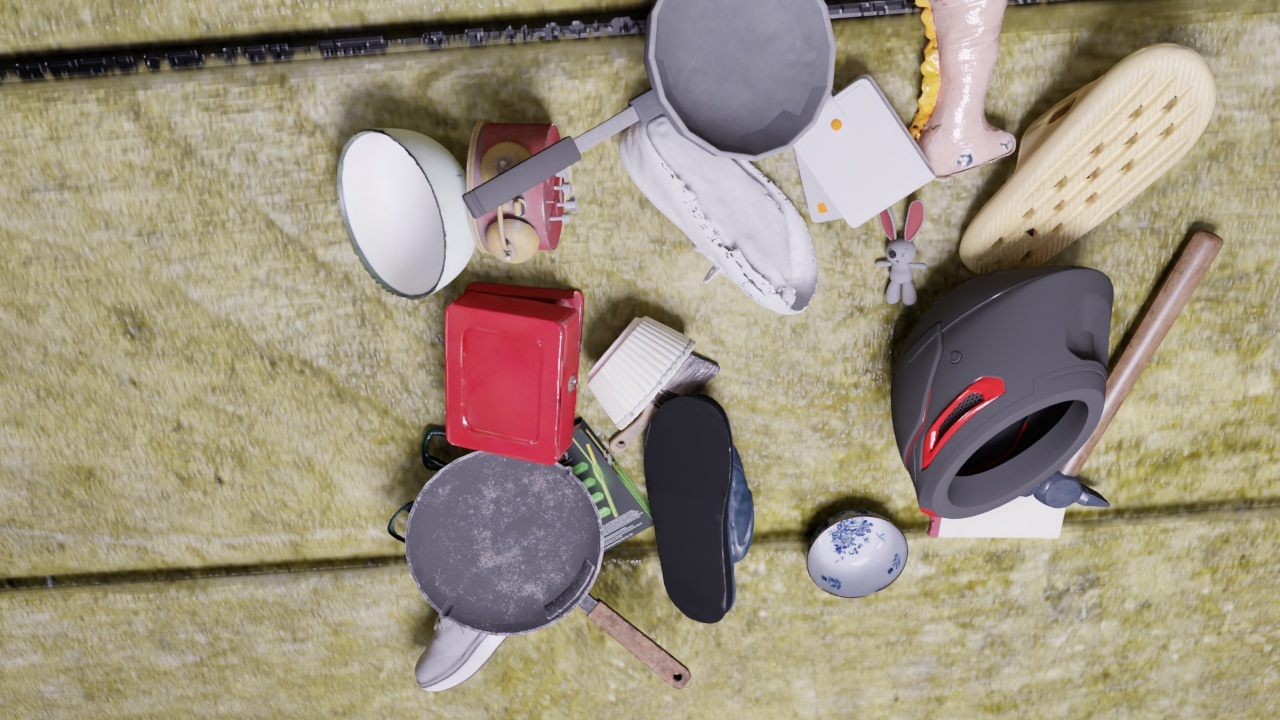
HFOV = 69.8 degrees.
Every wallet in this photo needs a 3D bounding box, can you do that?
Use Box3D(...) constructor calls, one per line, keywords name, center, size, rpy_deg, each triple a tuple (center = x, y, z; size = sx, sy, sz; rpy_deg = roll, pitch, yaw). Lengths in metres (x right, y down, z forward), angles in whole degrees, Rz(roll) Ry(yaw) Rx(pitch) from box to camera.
Box3D(name="wallet", center=(0.187, -0.184, 0.840), size=(0.116, 0.037, 0.118), rpy_deg=(-32, 101, 29))

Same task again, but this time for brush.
Box3D(name="brush", center=(0.021, 0.048, 0.977), size=(0.039, 0.012, 0.151), rpy_deg=(38, 111, -18))

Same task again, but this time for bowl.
Box3D(name="bowl", center=(0.241, 0.210, 1.040), size=(0.114, 0.045, 0.114), rpy_deg=(0, 116, -1))
Box3D(name="bowl", center=(-0.005, 0.005, 0.908), size=(0.062, 0.115, 0.115), rpy_deg=(41, 109, -2))
Box3D(name="bowl", center=(-0.201, -0.138, 0.831), size=(0.153, 0.072, 0.154), rpy_deg=(22, 124, 35))

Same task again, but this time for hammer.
Box3D(name="hammer", center=(0.499, 0.016, 0.946), size=(0.129, 0.040, 0.322), rpy_deg=(15, 113, -13))

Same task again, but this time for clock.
Box3D(name="clock", center=(-0.100, -0.146, 0.800), size=(0.081, 0.158, 0.117), rpy_deg=(2, 116, 4))

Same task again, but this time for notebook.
Box3D(name="notebook", center=(0.407, 0.109, 1.012), size=(0.153, 0.012, 0.209), rpy_deg=(1, 116, 0))

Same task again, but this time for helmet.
Box3D(name="helmet", center=(0.335, 0.012, 0.876), size=(0.164, 0.169, 0.265), rpy_deg=(17, 126, -34))

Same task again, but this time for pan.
Box3D(name="pan", center=(0.009, -0.213, 0.758), size=(0.356, 0.041, 0.178), rpy_deg=(-33, 109, -16))
Box3D(name="pan", center=(-0.082, 0.235, 0.968), size=(0.357, 0.040, 0.208), rpy_deg=(40, 95, -10))

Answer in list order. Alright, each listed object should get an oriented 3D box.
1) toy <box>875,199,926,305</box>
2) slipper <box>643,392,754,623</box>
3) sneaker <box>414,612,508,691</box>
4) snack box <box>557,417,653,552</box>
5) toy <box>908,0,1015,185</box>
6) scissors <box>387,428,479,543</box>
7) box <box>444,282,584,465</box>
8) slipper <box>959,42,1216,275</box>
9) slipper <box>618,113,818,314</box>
Box3D(name="toy", center=(0.254, -0.106, 0.894), size=(0.049, 0.030, 0.112), rpy_deg=(7, 122, 28))
Box3D(name="slipper", center=(0.073, 0.152, 0.999), size=(0.109, 0.083, 0.266), rpy_deg=(9, 114, 35))
Box3D(name="sneaker", center=(-0.197, 0.260, 1.035), size=(0.128, 0.096, 0.263), rpy_deg=(36, 103, -8))
Box3D(name="snack box", center=(-0.057, 0.141, 1.014), size=(0.080, 0.025, 0.147), rpy_deg=(-31, 113, 13))
Box3D(name="toy", center=(0.250, -0.287, 0.797), size=(0.196, 0.065, 0.265), rpy_deg=(8, 123, 7))
Box3D(name="scissors", center=(-0.174, 0.179, 0.982), size=(0.210, 0.015, 0.142), rpy_deg=(36, 85, 0))
Box3D(name="box", center=(-0.125, 0.012, 0.907), size=(0.134, 0.112, 0.158), rpy_deg=(5, 116, 2))
Box3D(name="slipper", center=(0.396, -0.180, 0.839), size=(0.111, 0.079, 0.262), rpy_deg=(24, 132, -15))
Box3D(name="slipper", center=(0.076, -0.133, 0.857), size=(0.247, 0.075, 0.112), rpy_deg=(42, 78, -21))
